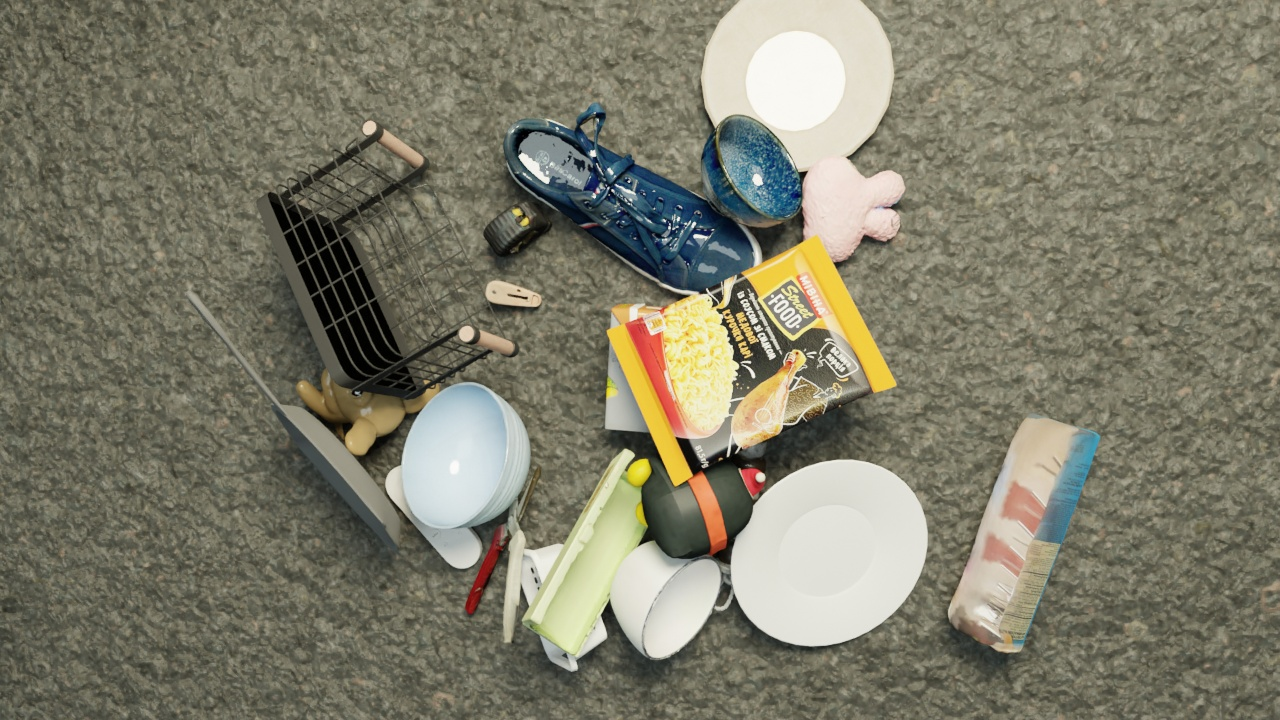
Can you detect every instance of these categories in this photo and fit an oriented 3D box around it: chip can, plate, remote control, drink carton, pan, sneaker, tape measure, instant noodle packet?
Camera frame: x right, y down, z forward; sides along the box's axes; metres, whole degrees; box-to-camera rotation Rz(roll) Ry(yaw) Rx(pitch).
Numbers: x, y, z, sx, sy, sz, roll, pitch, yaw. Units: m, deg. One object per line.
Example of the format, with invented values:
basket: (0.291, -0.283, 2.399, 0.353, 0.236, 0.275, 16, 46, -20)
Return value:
chip can: (0.377, 0.168, 0.909, 0.080, 0.079, 0.229, 18, 95, 5)
plate: (0.191, 0.196, 0.933, 0.208, 0.015, 0.209, -3, 107, -10)
remote control: (-0.226, 0.170, 1.004, 0.043, 0.013, 0.136, -42, 88, 7)
drink carton: (-0.006, 0.005, 0.942, 0.048, 0.076, 0.125, 4, 98, 6)
pan: (-0.324, 0.068, 0.899, 0.024, 0.217, 0.355, -42, 129, -22)
sneaker: (-0.010, -0.158, 0.907, 0.294, 0.127, 0.121, 30, 97, 2)
plate: (0.156, -0.285, 0.927, 0.189, 0.027, 0.189, 0, 93, 6)
tape measure: (-0.128, -0.134, 0.947, 0.063, 0.067, 0.038, -36, 89, 7)
instant noodle packet: (0.099, -0.003, 0.850, 0.221, 0.032, 0.159, -25, 75, 2)

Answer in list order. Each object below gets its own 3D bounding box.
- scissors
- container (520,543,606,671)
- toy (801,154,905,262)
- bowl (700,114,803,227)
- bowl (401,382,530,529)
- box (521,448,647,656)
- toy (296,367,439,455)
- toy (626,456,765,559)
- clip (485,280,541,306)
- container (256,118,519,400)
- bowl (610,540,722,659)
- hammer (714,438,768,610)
scissors: (-0.138, 0.207, 0.947, 0.015, 0.179, 0.199, 17, 114, -26)
container: (-0.083, 0.250, 0.960, 0.049, 0.081, 0.129, -20, 91, -26)
toy: (0.211, -0.152, 0.915, 0.105, 0.053, 0.108, -3, 111, -4)
bowl: (0.096, -0.172, 0.885, 0.061, 0.114, 0.114, -31, 90, 43)
bowl: (-0.169, 0.104, 0.951, 0.151, 0.074, 0.150, -13, 67, 32)
box: (-0.053, 0.186, 0.908, 0.064, 0.130, 0.187, 19, 66, 26)
toy: (-0.299, 0.042, 0.970, 0.108, 0.133, 0.106, 2, 118, 32)
toy: (0.059, 0.135, 0.874, 0.119, 0.099, 0.098, -20, 133, -9)
clip: (-0.136, -0.069, 0.979, 0.060, 0.041, 0.024, 13, 95, -15)
container: (-0.240, -0.087, 0.896, 0.130, 0.162, 0.241, -29, 77, 9)
bowl: (0.021, 0.232, 0.919, 0.066, 0.116, 0.116, 29, 97, 38)
hammer: (0.111, 0.101, 0.937, 0.177, 0.079, 0.326, 8, 100, 6)
